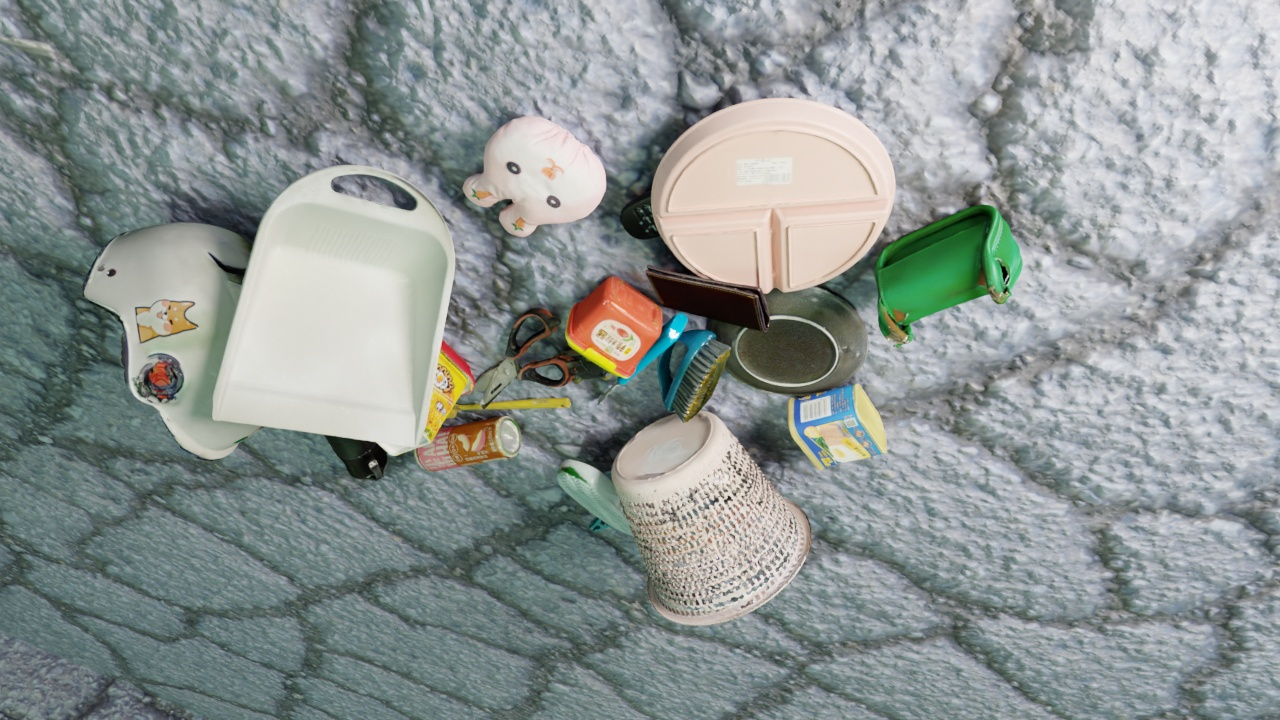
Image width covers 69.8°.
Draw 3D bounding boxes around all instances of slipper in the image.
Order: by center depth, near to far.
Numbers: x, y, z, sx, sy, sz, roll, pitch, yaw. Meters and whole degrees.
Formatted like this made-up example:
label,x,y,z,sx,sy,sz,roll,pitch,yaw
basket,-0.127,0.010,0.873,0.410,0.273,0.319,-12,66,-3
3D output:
label,x,y,z,sx,sy,sz,roll,pitch,yaw
slipper,-0.028,0.182,1.241,0.104,0.074,0.245,14,159,36

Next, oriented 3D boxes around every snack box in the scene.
label,x,y,z,sx,sy,sz,roll,pitch,yaw
snack box,-0.026,-0.040,1.015,0.091,0.081,0.080,33,122,-19

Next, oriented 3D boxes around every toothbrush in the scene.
label,x,y,z,sx,sy,sz,roll,pitch,yaw
toothbrush,-0.181,0.063,1.208,0.190,0.016,0.016,-4,135,20

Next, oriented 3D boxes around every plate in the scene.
label,x,y,z,sx,sy,sz,roll,pitch,yaw
plate,0.124,-0.143,0.868,0.229,0.028,0.230,3,140,2
plate,0.162,-0.015,1.020,0.179,0.024,0.180,8,137,8

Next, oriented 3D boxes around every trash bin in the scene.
label,x,y,z,sx,sy,sz,roll,pitch,yaw
trash bin,0.070,0.178,1.132,0.228,0.226,0.192,-15,117,29

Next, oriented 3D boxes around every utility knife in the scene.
label,x,y,z,sx,sy,sz,roll,pitch,yaw
utility knife,-0.006,0.006,1.078,0.018,0.034,0.217,32,143,-12

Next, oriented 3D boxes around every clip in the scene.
label,x,y,z,sx,sy,sz,roll,pitch,yaw
clip,-0.057,0.240,1.363,0.038,0.013,0.056,33,135,-17

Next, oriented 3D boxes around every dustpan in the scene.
label,x,y,z,sx,sy,sz,roll,pitch,yaw
dustpan,-0.308,-0.061,0.967,0.222,0.257,0.143,11,159,-27

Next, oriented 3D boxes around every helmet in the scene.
label,x,y,z,sx,sy,sz,roll,pitch,yaw
helmet,-0.474,-0.039,1.047,0.157,0.230,0.274,-23,96,5

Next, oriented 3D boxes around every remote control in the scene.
label,x,y,z,sx,sy,sz,roll,pitch,yaw
remote control,0.043,-0.157,0.905,0.137,0.024,0.053,-16,130,27

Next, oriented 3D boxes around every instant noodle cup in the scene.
label,x,y,z,sx,sy,sz,roll,pitch,yaw
instant noodle cup,-0.287,0.042,1.140,0.116,0.123,0.116,-19,128,32

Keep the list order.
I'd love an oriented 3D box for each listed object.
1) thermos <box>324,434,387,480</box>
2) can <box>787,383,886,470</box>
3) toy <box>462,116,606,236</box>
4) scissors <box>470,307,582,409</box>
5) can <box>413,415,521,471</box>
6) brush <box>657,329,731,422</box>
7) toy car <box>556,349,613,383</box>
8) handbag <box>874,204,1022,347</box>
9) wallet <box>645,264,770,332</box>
label,x,y,z,sx,sy,sz,roll,pitch,yaw
thermos,-0.401,0.070,1.236,0.090,0.068,0.243,33,150,36
can,0.230,0.077,1.070,0.083,0.057,0.102,-17,135,27
toy,-0.108,-0.176,0.913,0.121,0.054,0.160,37,141,-22
scissors,-0.146,0.015,1.126,0.204,0.015,0.203,23,129,26
can,-0.235,0.114,1.249,0.148,0.057,0.058,-12,131,27
brush,0.054,0.012,1.057,0.073,0.055,0.144,40,147,14
toy car,-0.063,0.001,1.096,0.091,0.035,0.042,-10,130,40
handbag,0.283,-0.075,0.851,0.132,0.119,0.068,-22,120,36
wallet,0.071,-0.064,0.956,0.122,0.020,0.096,14,163,19
